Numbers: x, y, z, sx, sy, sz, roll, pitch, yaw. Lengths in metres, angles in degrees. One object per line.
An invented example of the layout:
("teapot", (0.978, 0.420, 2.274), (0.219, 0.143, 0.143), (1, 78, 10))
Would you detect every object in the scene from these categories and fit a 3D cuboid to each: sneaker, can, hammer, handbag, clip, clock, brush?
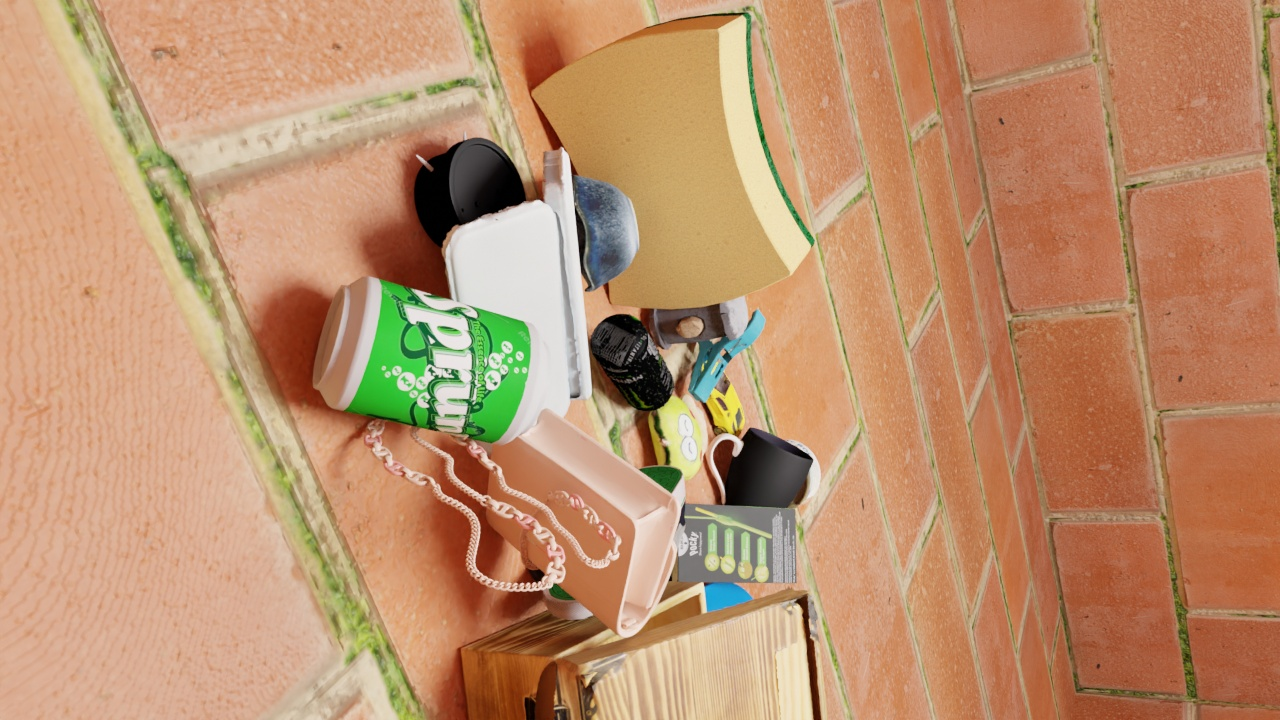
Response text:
("sneaker", (-0.012, 0.176, 0.816), (0.234, 0.084, 0.079), (-40, 125, -62))
("can", (-0.005, 0.005, 0.863), (0.138, 0.054, 0.053), (58, 36, -63))
("hammer", (0.105, -0.098, 1.068), (0.327, 0.098, 0.052), (-50, 127, -57))
("handbag", (-0.094, 0.125, 0.649), (0.186, 0.199, 0.117), (-15, 127, -46))
("clip", (0.081, -0.020, 1.031), (0.121, 0.119, 0.033), (-42, 132, 1))
("clock", (-0.130, -0.115, 0.725), (0.091, 0.043, 0.121), (-49, 125, -50))
("can", (0.174, 0.141, 1.121), (0.043, 0.086, 0.086), (-4, 88, -58))
("can", (-0.137, 0.002, 0.610), (0.139, 0.088, 0.087), (16, 68, -27))
("brush", (0.033, -0.177, 0.852), (0.075, 0.195, 0.250), (-48, 124, -50))

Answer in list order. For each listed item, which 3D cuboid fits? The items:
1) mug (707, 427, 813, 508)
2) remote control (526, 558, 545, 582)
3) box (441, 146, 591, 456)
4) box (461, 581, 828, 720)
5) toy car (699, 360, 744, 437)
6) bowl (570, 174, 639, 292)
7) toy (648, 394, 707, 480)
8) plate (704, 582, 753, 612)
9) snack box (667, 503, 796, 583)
("mug", (0.125, 0.133, 1.055), (0.119, 0.085, 0.100), (24, 97, -14))
("remote control", (-0.067, 0.141, 0.810), (0.046, 0.009, 0.124), (60, 39, -32))
("box", (-0.078, -0.044, 0.726), (0.185, 0.084, 0.211), (-59, 153, -51))
("box", (0.013, 0.336, 0.714), (0.258, 0.221, 0.279), (-4, 89, -56))
("toy car", (0.093, 0.044, 1.065), (0.107, 0.030, 0.048), (60, 40, -30))
("bowl", (-0.033, -0.118, 0.824), (0.110, 0.055, 0.110), (168, -89, -84))
("toy", (0.044, 0.078, 0.967), (0.115, 0.046, 0.092), (-17, 93, -66))
("plate", (0.078, 0.350, 0.979), (0.224, 0.024, 0.224), (12, 75, -51))
("snack box", (0.099, 0.196, 0.981), (0.147, 0.025, 0.080), (7, 76, -26))
